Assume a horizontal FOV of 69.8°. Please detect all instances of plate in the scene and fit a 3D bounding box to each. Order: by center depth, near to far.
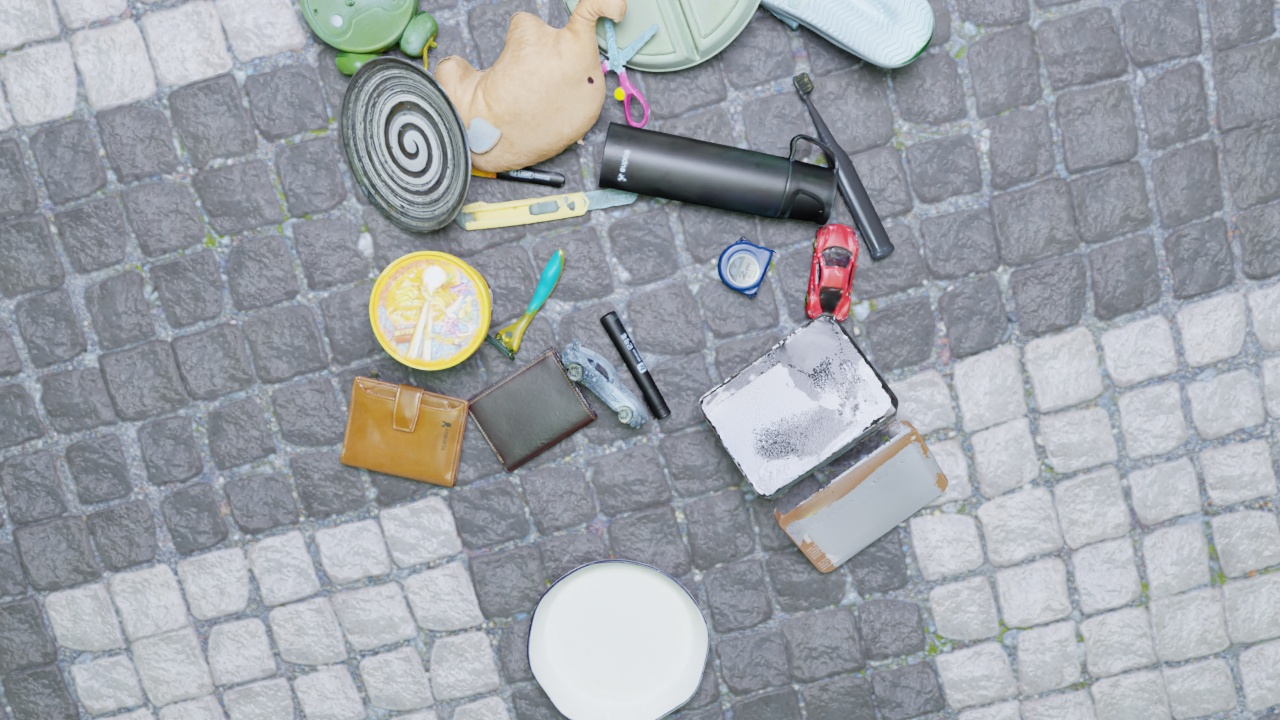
[{"bbox_3d":[0.017,-0.408,0.913,0.230,0.027,0.230,6,108,17],"label":"plate"},{"bbox_3d":[-0.238,-0.221,0.945,0.180,0.024,0.180,15,119,27],"label":"plate"},{"bbox_3d":[-0.025,0.320,1.052,0.205,0.045,0.205,0,98,1],"label":"plate"}]

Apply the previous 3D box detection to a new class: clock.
[{"bbox_3d":[-0.276,-0.356,0.944,0.116,0.056,0.161,-24,98,5],"label":"clock"}]

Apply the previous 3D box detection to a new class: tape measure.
[{"bbox_3d":[0.111,-0.102,0.995,0.054,0.025,0.058,22,94,-1],"label":"tape measure"}]

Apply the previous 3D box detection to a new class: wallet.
[{"bbox_3d":[-0.261,0.073,1.023,0.130,0.035,0.119,12,105,0],"label":"wallet"},{"bbox_3d":[-0.123,0.056,1.025,0.122,0.020,0.096,-32,92,6],"label":"wallet"}]

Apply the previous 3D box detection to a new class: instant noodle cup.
[{"bbox_3d":[-0.208,-0.056,0.960,0.118,0.114,0.118,0,98,1],"label":"instant noodle cup"}]

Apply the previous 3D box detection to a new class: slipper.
[{"bbox_3d":[0.185,-0.377,0.923,0.245,0.074,0.104,38,104,12],"label":"slipper"}]

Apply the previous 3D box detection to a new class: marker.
[{"bbox_3d":[-0.142,-0.203,0.987,0.124,0.015,0.018,9,103,-2],"label":"marker"},{"bbox_3d":[-0.006,0.006,1.016,0.022,0.020,0.132,-24,100,33],"label":"marker"}]

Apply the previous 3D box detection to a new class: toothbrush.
[{"bbox_3d":[0.214,-0.207,0.977,0.026,0.027,0.212,-32,99,-33],"label":"toothbrush"}]

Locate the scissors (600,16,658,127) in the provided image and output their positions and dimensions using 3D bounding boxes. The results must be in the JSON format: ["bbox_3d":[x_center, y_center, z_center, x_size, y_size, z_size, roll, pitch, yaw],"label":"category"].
[{"bbox_3d":[-0.032,-0.302,0.946,0.132,0.017,0.133,1,122,24],"label":"scissors"}]

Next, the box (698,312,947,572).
[{"bbox_3d":[0.202,0.097,0.982,0.179,0.132,0.271,-36,102,5],"label":"box"}]

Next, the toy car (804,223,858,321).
[{"bbox_3d":[0.208,-0.095,0.993,0.049,0.031,0.106,7,97,-2],"label":"toy car"}]

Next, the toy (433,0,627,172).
[{"bbox_3d":[-0.099,-0.281,0.933,0.226,0.082,0.143,-28,111,11],"label":"toy"}]

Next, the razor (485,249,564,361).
[{"bbox_3d":[-0.119,-0.064,1.001,0.043,0.028,0.133,38,101,26],"label":"razor"}]

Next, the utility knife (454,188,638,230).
[{"bbox_3d":[-0.102,-0.167,0.995,0.208,0.021,0.031,-9,104,-3],"label":"utility knife"}]

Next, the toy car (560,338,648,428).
[{"bbox_3d":[-0.037,0.025,1.001,0.120,0.054,0.037,44,98,-6],"label":"toy car"}]

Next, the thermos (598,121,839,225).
[{"bbox_3d":[0.083,-0.204,0.958,0.242,0.068,0.090,9,106,-2],"label":"thermos"}]
